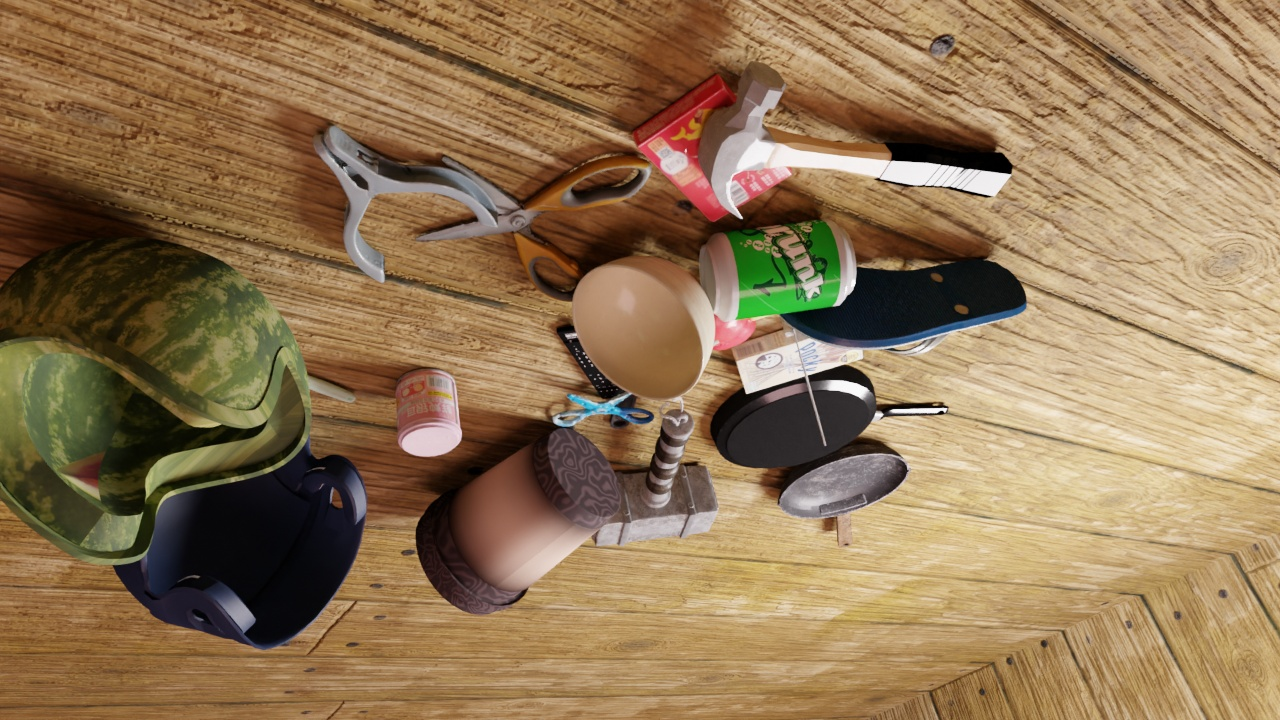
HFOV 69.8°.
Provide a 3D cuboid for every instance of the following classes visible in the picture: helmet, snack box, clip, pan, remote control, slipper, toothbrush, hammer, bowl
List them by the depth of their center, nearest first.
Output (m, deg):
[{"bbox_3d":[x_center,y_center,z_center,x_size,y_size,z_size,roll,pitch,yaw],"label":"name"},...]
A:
[{"bbox_3d":[-0.398,0.013,0.744,0.243,0.246,0.213,42,103,-6],"label":"helmet"},{"bbox_3d":[-0.207,-0.123,0.791,0.164,0.032,0.166,7,140,-20],"label":"clip"},{"bbox_3d":[0.066,-0.182,0.809,0.089,0.021,0.133,-29,143,22],"label":"snack box"},{"bbox_3d":[0.202,-0.180,0.823,0.327,0.039,0.131,0,139,-27],"label":"hammer"},{"bbox_3d":[0.014,-0.042,0.907,0.075,0.151,0.151,-43,170,-43],"label":"bowl"},{"bbox_3d":[-0.437,0.149,0.954,0.223,0.231,0.273,20,127,15],"label":"helmet"},{"bbox_3d":[-0.364,0.016,0.955,0.154,0.015,0.022,28,97,-44],"label":"toothbrush"},{"bbox_3d":[0.281,-0.052,0.992,0.294,0.118,0.060,-8,138,-16],"label":"slipper"},{"bbox_3d":[0.175,0.017,0.992,0.010,0.181,0.010,-21,140,16],"label":"toothbrush"},{"bbox_3d":[-0.054,0.004,1.035,0.030,0.009,0.140,-8,144,18],"label":"remote control"},{"bbox_3d":[0.189,-0.010,1.096,0.150,0.026,0.082,-17,145,7],"label":"snack box"},{"bbox_3d":[0.031,0.141,1.203,0.176,0.079,0.327,-5,147,-12],"label":"hammer"},{"bbox_3d":[0.270,0.081,1.250,0.356,0.034,0.226,0,144,-17],"label":"pan"},{"bbox_3d":[0.322,0.223,1.469,0.208,0.040,0.357,-15,147,3],"label":"pan"}]

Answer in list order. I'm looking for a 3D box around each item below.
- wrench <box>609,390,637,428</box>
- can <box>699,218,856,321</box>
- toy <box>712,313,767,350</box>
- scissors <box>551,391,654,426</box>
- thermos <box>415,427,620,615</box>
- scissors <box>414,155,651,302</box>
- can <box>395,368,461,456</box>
[{"bbox_3d":[-0.006,0.006,1.063,0.073,0.018,0.274,0,145,-12],"label":"wrench"},{"bbox_3d":[0.134,-0.089,0.908,0.140,0.087,0.088,-8,146,-7],"label":"can"},{"bbox_3d":[0.090,-0.042,0.997,0.135,0.045,0.091,-35,152,21],"label":"toy"},{"bbox_3d":[-0.043,0.061,1.108,0.139,0.011,0.134,16,148,-34],"label":"scissors"},{"bbox_3d":[-0.150,0.199,1.166,0.227,0.172,0.172,-37,140,24],"label":"thermos"},{"bbox_3d":[-0.087,-0.129,0.839,0.230,0.016,0.225,-25,142,19],"label":"scissors"},{"bbox_3d":[-0.233,0.058,1.005,0.067,0.076,0.067,-9,146,-6],"label":"can"}]
